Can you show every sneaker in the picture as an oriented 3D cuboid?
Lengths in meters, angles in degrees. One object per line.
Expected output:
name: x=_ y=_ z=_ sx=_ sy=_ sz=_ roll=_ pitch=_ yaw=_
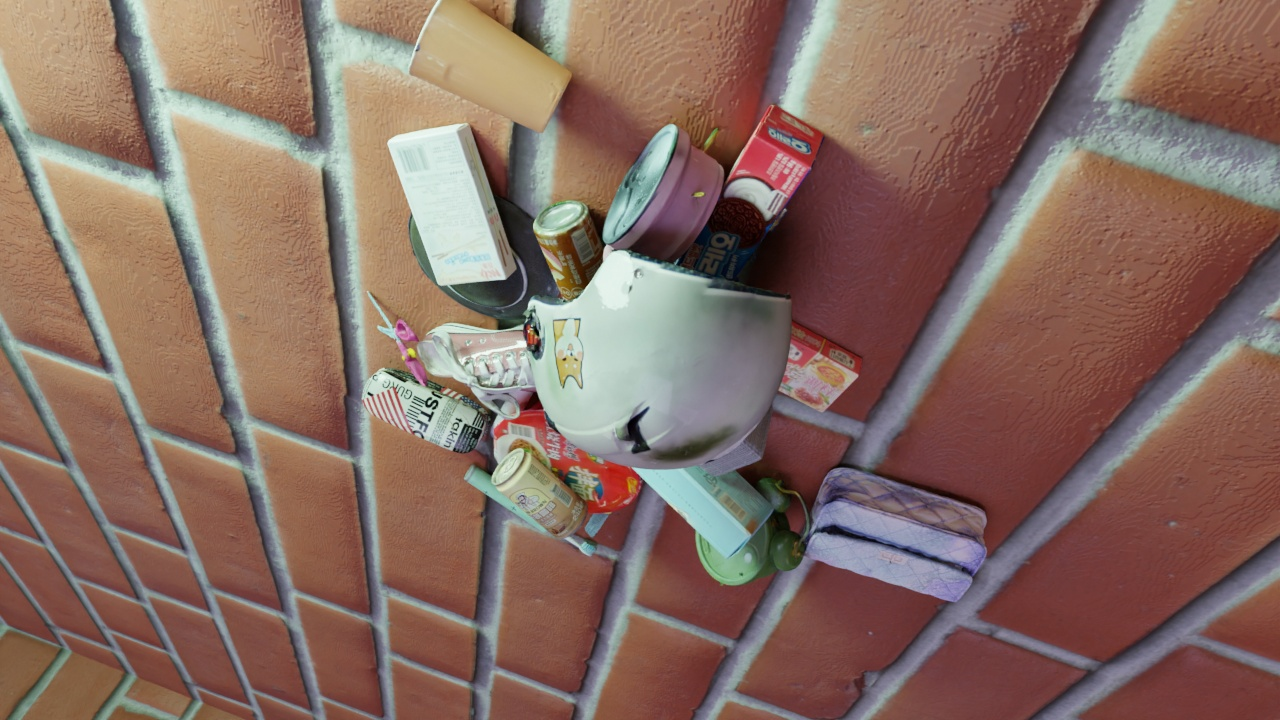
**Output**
sneaker: x=-0.163 y=0.006 z=1.030 sx=0.241 sy=0.087 sz=0.118 roll=5 pitch=122 yaw=29

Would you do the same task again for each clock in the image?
clock: x=0.011 y=-0.131 z=0.813 sx=0.060 sy=0.117 sz=0.159 roll=28 pitch=139 yaw=-20
clock: x=0.139 y=0.207 z=1.109 sx=0.056 sy=0.116 sz=0.162 roll=9 pitch=150 yaw=-43

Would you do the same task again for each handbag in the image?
handbag: x=0.292 y=0.206 z=1.067 sx=0.194 sy=0.075 sz=0.134 roll=16 pitch=138 yaw=9

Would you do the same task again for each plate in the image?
plate: x=-0.171 y=-0.106 z=0.987 sx=0.179 sy=0.024 sz=0.180 roll=12 pitch=137 yaw=11

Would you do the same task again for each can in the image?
can: x=-0.058 y=-0.087 z=0.930 sx=0.058 sy=0.057 sz=0.147 roll=0 pitch=133 yaw=24
can: x=-0.122 y=0.164 z=1.121 sx=0.059 sy=0.058 sz=0.116 roll=-26 pitch=120 yaw=40

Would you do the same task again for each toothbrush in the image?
toothbrush: x=-0.156 y=0.220 z=1.317 sx=0.224 sy=0.026 sz=0.027 roll=37 pitch=115 yaw=-15
toothbrush: x=-0.142 y=0.034 z=1.117 sx=0.026 sy=0.026 sz=0.222 roll=46 pitch=138 yaw=10

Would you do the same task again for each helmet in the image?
helmet: x=0.011 y=0.022 z=0.824 sx=0.229 sy=0.156 sz=0.275 roll=13 pitch=157 yaw=-33

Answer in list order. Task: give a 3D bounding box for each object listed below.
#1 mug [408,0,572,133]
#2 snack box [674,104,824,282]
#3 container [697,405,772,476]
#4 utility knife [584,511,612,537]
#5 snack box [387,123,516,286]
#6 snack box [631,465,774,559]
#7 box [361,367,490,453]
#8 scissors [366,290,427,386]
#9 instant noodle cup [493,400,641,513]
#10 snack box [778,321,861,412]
mug: x=-0.125 y=-0.249 z=0.783 sx=0.122 sy=0.078 sz=0.078 roll=27 pitch=139 yaw=-12
snack box: x=0.088 y=-0.126 z=0.826 sx=0.058 sy=0.057 sz=0.208 roll=29 pitch=139 yaw=-3
container: x=0.077 y=0.060 z=1.002 sx=0.114 sy=0.090 sz=0.090 roll=40 pitch=136 yaw=-23
utility knife: x=-0.038 y=0.186 z=1.243 sx=0.031 sy=0.022 sz=0.221 roll=31 pitch=143 yaw=0
snack box: x=-0.187 y=-0.153 z=0.917 sx=0.085 sy=0.026 sz=0.157 roll=-2 pitch=119 yaw=25
snack box: x=0.065 y=0.139 z=1.050 sx=0.175 sy=0.074 sz=0.052 roll=44 pitch=121 yaw=10
box: x=-0.271 y=0.056 z=1.189 sx=0.163 sy=0.083 sz=0.075 roll=23 pitch=102 yaw=2
scissors: x=-0.286 y=-0.031 z=1.080 sx=0.133 sy=0.017 sz=0.130 roll=56 pitch=155 yaw=7
instant noodle cup: x=-0.084 y=0.107 z=1.139 sx=0.194 sy=0.065 sz=0.194 roll=12 pitch=138 yaw=11
snack box: x=0.143 y=-0.007 z=0.948 sx=0.153 sy=0.025 sz=0.075 roll=28 pitch=139 yaw=-5
